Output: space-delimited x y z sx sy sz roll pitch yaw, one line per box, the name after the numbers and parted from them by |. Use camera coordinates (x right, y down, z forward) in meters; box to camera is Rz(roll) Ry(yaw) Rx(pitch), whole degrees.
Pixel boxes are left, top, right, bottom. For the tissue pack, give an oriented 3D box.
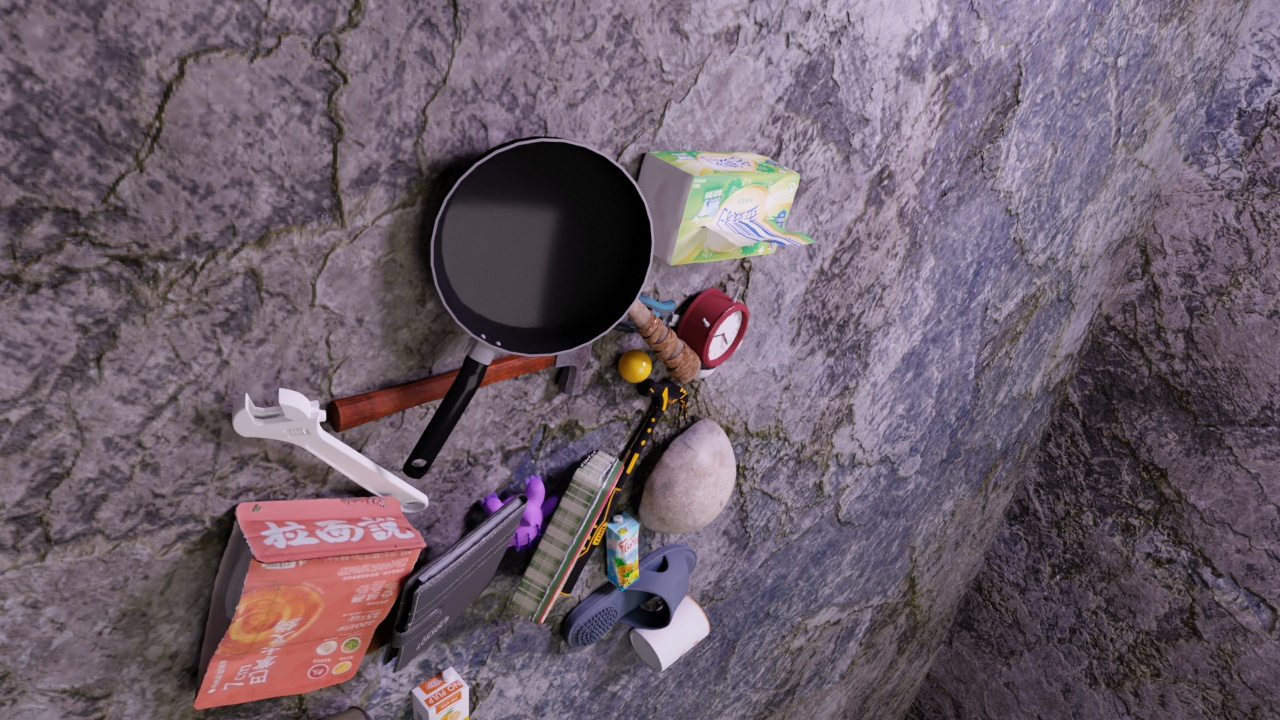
0.104 -0.157 1.001 0.197 0.141 0.120 -19 131 -40 | tissue pack

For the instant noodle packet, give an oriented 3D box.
-0.321 0.245 0.879 0.164 0.084 0.221 3 118 -42 | instant noodle packet

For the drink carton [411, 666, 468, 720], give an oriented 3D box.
-0.255 0.454 1.174 0.058 0.040 0.123 -23 134 -37 | drink carton

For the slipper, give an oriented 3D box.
0.006 0.361 1.369 0.262 0.082 0.101 -22 131 -37 | slipper

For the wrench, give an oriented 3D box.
-0.274 0.093 0.855 0.066 0.018 0.273 -19 148 9 | wrench

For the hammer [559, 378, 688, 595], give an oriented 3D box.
-0.032 0.169 1.210 0.123 0.036 0.321 21 100 -56 | hammer

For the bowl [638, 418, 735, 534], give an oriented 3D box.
0.082 0.177 1.288 0.178 0.081 0.179 -38 145 -34 | bowl

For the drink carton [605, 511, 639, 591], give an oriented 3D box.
-0.025 0.269 1.292 0.044 0.038 0.129 -30 138 -31 | drink carton

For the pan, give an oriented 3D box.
-0.130 -0.041 0.855 0.204 0.044 0.356 26 104 -28 | pan

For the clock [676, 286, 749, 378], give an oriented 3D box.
0.093 -0.034 1.163 0.096 0.048 0.138 -42 148 -25 | clock

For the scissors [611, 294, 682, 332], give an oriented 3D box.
0.015 -0.055 1.090 0.126 0.019 0.144 -41 145 -20 | scissors

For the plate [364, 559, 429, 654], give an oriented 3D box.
-0.286 0.259 0.990 0.131 0.025 0.131 -30 138 -31 | plate

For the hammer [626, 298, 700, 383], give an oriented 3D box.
-0.010 -0.062 1.008 0.121 0.049 0.319 -53 140 -8 | hammer

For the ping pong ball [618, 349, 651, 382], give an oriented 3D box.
-0.006 0.006 1.095 0.040 0.040 0.040 -30 138 -31 | ping pong ball

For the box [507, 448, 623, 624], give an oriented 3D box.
-0.088 0.214 1.125 0.206 0.050 0.117 -62 174 10 | box

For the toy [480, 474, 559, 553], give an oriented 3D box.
-0.140 0.189 1.075 0.106 0.056 0.088 -23 147 -22 | toy

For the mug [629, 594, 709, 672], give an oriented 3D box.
0.047 0.438 1.479 0.105 0.082 0.082 -31 139 -28 | mug

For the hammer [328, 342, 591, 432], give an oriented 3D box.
-0.170 0.017 0.925 0.299 0.028 0.111 -18 132 -41 | hammer

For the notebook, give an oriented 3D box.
-0.204 0.245 0.995 0.169 0.029 0.210 -39 161 -41 | notebook

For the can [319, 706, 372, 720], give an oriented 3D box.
-0.341 0.442 1.020 0.074 0.090 0.090 -7 123 -47 | can
